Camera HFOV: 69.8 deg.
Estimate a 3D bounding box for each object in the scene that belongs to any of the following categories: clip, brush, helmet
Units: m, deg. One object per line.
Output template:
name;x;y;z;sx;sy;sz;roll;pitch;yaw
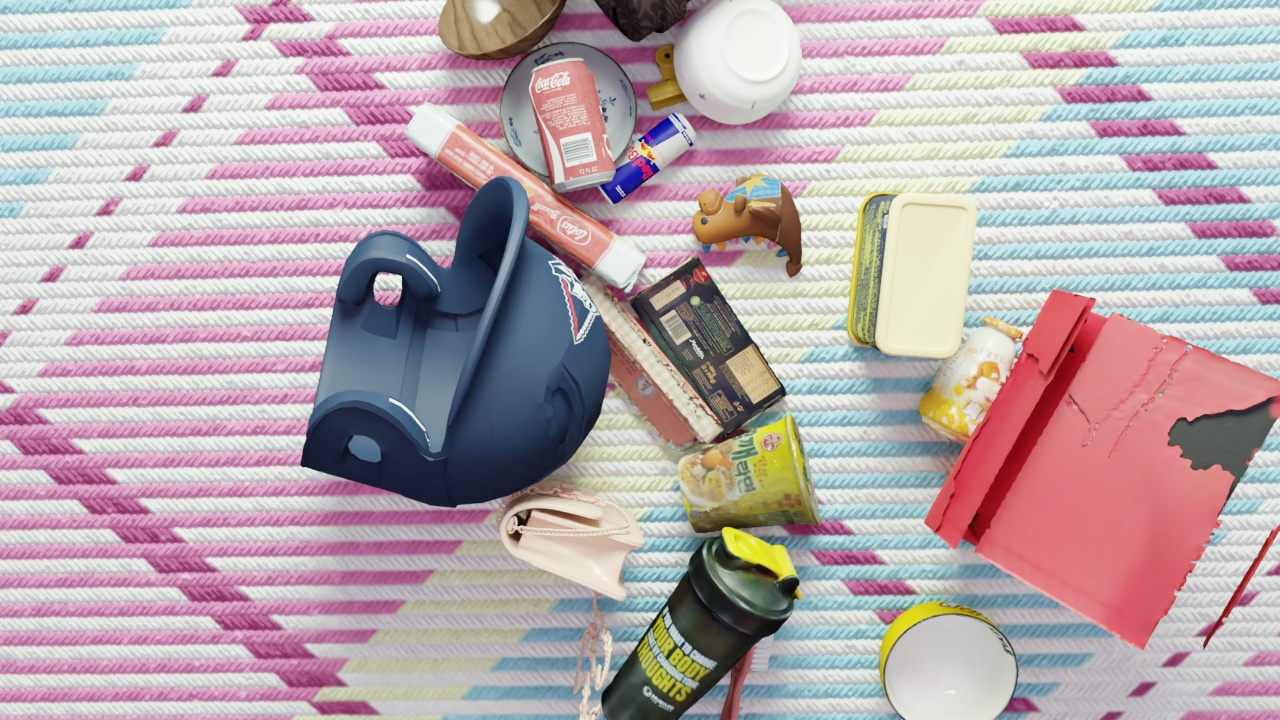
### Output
clip;0.028;-0.243;0.783;0.054;0.045;0.049;-16;122;6
brush;0.100;0.289;0.856;0.030;0.041;0.172;6;99;-17
helmet;-0.128;-0.011;0.718;0.223;0.231;0.273;11;127;-18

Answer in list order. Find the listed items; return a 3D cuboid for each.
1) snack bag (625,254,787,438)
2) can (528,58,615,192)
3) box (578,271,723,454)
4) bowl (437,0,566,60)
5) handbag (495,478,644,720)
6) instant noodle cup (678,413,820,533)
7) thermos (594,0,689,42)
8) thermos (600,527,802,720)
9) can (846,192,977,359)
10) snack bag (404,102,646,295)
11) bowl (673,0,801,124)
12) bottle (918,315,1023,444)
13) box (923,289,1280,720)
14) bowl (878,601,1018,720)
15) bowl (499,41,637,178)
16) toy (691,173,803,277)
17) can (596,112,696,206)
snack bag;0.061;-0.011;0.820;0.075;0.018;0.155;-33;96;8
can;-0.055;-0.187;0.734;0.054;0.054;0.096;-12;98;4
box;-0.004;0.005;0.808;0.187;0.054;0.079;50;130;-4
bowl;-0.107;-0.287;0.760;0.119;0.032;0.119;-11;58;18
handbag;-0.078;0.196;0.764;0.116;0.199;0.187;18;88;-5
instant noodle cup;0.094;0.106;0.805;0.108;0.102;0.102;-15;98;12
thermos;0.047;-0.379;0.699;0.226;0.172;0.172;-35;96;0
thermos;0.051;0.244;0.806;0.098;0.098;0.221;32;113;-3
can;0.224;-0.072;0.762;0.075;0.104;0.135;4;98;1
snack bag;-0.092;-0.136;0.778;0.225;0.077;0.041;34;97;-3
bowl;0.085;-0.251;0.752;0.104;0.054;0.105;0;89;-17
bottle;0.289;0.016;0.794;0.063;0.063;0.109;24;98;-2
box;0.301;0.064;0.633;0.107;0.409;0.211;28;97;6
bowl;0.271;0.270;0.830;0.117;0.067;0.117;0;99;2
bowl;-0.060;-0.209;0.782;0.114;0.045;0.114;0;99;2
toy;0.095;-0.109;0.798;0.090;0.070;0.103;-15;121;17
can;0.003;-0.174;0.791;0.095;0.032;0.032;-37;96;7
